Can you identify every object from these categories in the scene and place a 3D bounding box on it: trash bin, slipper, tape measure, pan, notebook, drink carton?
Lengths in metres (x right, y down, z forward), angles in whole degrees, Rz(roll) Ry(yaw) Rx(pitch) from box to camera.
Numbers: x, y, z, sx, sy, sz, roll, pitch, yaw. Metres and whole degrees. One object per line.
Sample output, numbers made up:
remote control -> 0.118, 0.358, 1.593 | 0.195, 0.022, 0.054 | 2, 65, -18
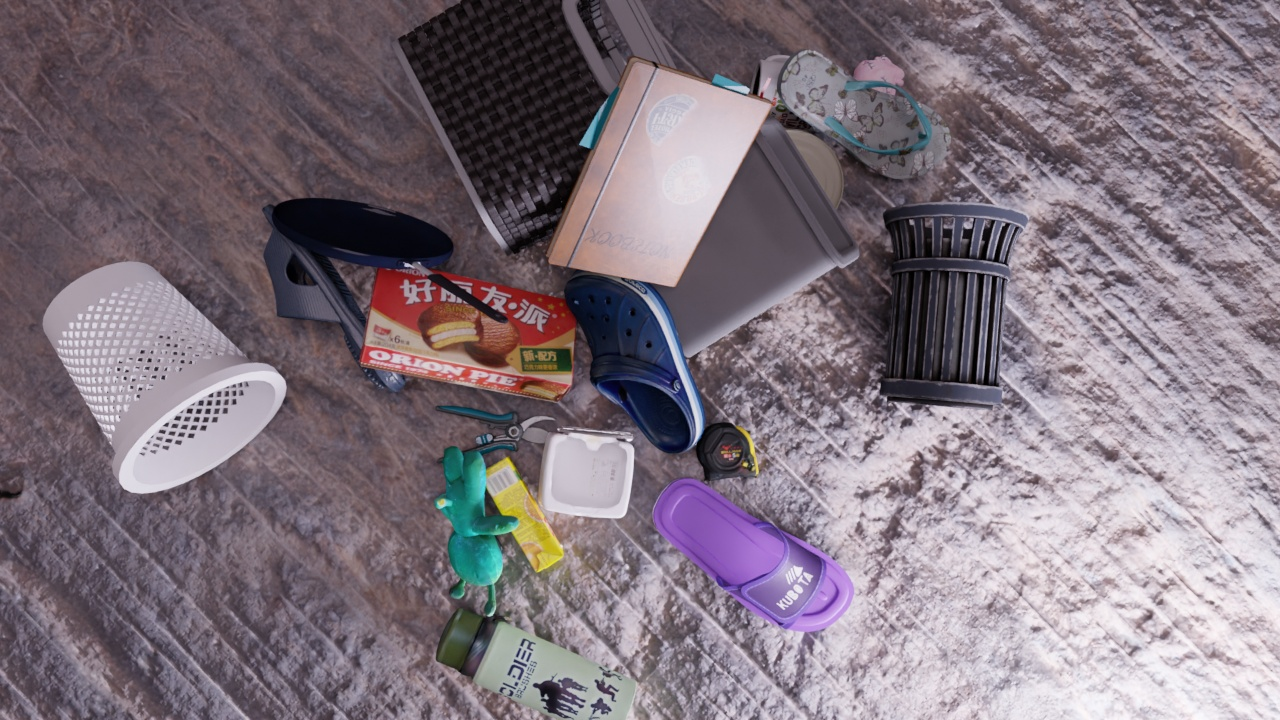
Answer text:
trash bin -> 0.366, -0.059, 1.096 | 0.164, 0.164, 0.227 | 5, 89, -4
slipper -> -0.006, 0.006, 1.062 | 0.095, 0.105, 0.253 | -45, 112, -43
trash bin -> -0.540, 0.007, 1.021 | 0.195, 0.195, 0.199 | -42, 80, -6
tape measure -> 0.104, 0.111, 1.121 | 0.071, 0.042, 0.072 | -5, 90, -4
pan -> -0.257, -0.110, 0.996 | 0.357, 0.198, 0.021 | 31, 115, 35
slipper -> 0.137, 0.237, 1.091 | 0.266, 0.084, 0.107 | 34, 84, -1
slipper -> 0.281, -0.288, 1.111 | 0.268, 0.055, 0.098 | 16, 103, -26
notebook -> 0.012, -0.191, 0.940 | 0.178, 0.014, 0.250 | 8, 128, -29
trash bin -> 0.104, -0.139, 1.059 | 0.220, 0.097, 0.192 | -33, 88, 31
drink carton -> -0.139, 0.181, 1.089 | 0.043, 0.058, 0.134 | -30, 89, -7
slipper -> -0.379, -0.060, 1.072 | 0.082, 0.101, 0.263 | -35, 92, -7

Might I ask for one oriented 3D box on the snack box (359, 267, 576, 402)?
snack box -> -0.193, -0.032, 1.056 | 0.236, 0.060, 0.113 | 12, 61, -18

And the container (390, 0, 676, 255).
container -> -0.102, -0.283, 1.038 | 0.243, 0.245, 0.247 | -27, 88, -2

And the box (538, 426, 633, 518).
box -> -0.055, 0.119, 1.058 | 0.108, 0.137, 0.128 | 9, 86, -11

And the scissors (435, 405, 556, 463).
scissors -> -0.186, 0.085, 1.113 | 0.156, 0.019, 0.124 | -40, 91, -8

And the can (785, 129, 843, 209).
can -> 0.178, -0.212, 1.134 | 0.128, 0.073, 0.127 | 0, 86, -4

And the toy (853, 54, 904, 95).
toy -> 0.288, -0.343, 1.166 | 0.063, 0.047, 0.110 | 44, 87, 9

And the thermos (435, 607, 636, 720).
thermos -> -0.123, 0.360, 1.069 | 0.231, 0.082, 0.082 | 24, 84, -1

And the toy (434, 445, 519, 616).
toy -> -0.200, 0.194, 1.060 | 0.072, 0.131, 0.193 | -19, 109, -45

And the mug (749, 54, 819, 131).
mug -> 0.187, -0.342, 1.151 | 0.089, 0.074, 0.105 | 7, 59, -4
